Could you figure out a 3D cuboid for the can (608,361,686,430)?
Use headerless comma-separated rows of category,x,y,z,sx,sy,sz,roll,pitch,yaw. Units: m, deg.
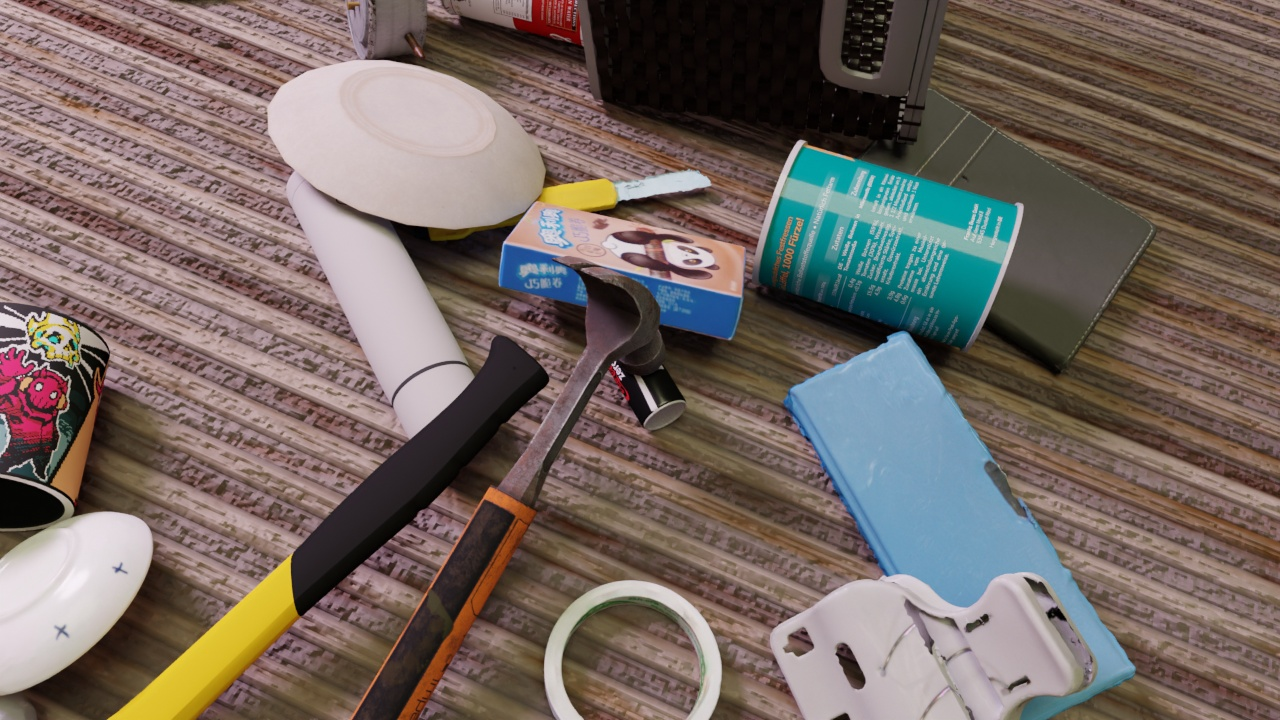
can,-0.003,0.003,0.582,0.031,0.032,0.080,-22,64,-19

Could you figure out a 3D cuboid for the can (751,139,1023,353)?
can,0.158,-0.075,0.600,0.144,0.099,0.099,20,58,12

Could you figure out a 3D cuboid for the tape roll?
tape roll,-0.004,0.166,0.492,0.094,0.018,0.093,3,59,-6

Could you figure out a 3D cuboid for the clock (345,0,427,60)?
clock,-0.202,-0.285,0.703,0.056,0.104,0.148,-9,30,-23

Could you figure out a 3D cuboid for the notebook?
notebook,0.258,-0.106,0.682,0.209,0.029,0.169,38,64,12

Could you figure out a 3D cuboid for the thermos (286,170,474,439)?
thermos,-0.158,-0.035,0.575,0.052,0.052,0.224,-24,64,-20

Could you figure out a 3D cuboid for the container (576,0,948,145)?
container,0.094,-0.329,0.660,0.244,0.248,0.245,6,58,9

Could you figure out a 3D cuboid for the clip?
clip,0.158,0.164,0.473,0.152,0.099,0.126,-34,64,16

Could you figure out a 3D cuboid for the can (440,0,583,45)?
can,-0.090,-0.307,0.728,0.116,0.087,0.086,14,58,2

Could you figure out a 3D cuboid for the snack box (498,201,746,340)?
snack box,-0.008,-0.061,0.598,0.151,0.034,0.087,13,28,2

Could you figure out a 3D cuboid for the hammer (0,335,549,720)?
hammer,-0.170,0.109,0.468,0.127,0.029,0.323,41,74,14

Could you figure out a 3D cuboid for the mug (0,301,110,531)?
mug,-0.359,0.036,0.501,0.118,0.082,0.098,-16,58,16

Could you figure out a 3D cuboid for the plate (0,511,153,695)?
plate,-0.298,0.113,0.457,0.104,0.026,0.104,-14,40,12

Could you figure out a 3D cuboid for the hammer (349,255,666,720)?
hammer,-0.079,0.087,0.464,0.035,0.138,0.313,24,73,19

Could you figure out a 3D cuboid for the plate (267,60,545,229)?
plate,-0.153,-0.160,0.630,0.188,0.027,0.188,14,42,-14

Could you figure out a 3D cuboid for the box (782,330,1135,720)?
box,0.178,0.099,0.547,0.093,0.054,0.231,-27,64,-2

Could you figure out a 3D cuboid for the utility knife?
utility knife,-0.054,-0.113,0.655,0.217,0.019,0.030,-13,67,-8
